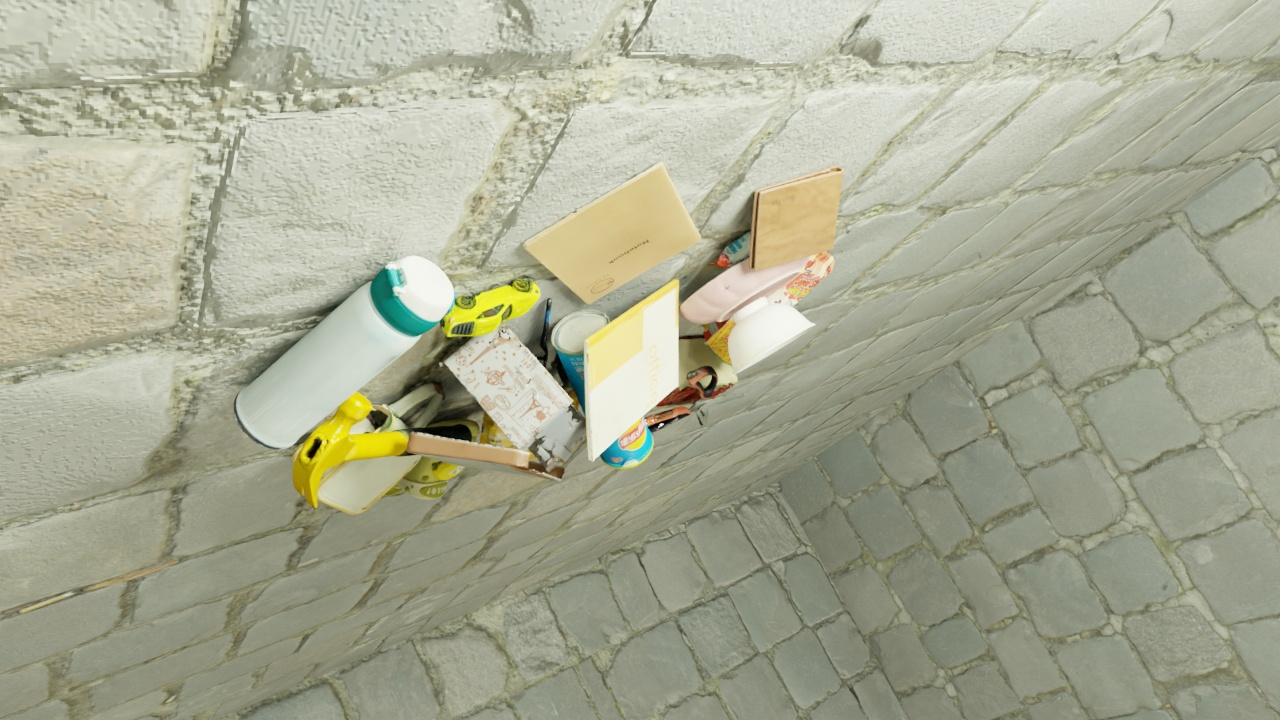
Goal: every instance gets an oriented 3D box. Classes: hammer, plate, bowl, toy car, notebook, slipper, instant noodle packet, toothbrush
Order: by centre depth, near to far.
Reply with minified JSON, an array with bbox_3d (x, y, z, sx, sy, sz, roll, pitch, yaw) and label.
[{"bbox_3d":[-0.144,-0.048,0.898,0.105,0.032,0.048,-22,163,-25],"label":"toy car"},{"bbox_3d":[-0.020,-0.120,0.920,0.148,0.008,0.207,-29,164,6],"label":"notebook"},{"bbox_3d":[-0.260,0.089,0.977,0.129,0.033,0.300,-51,166,9],"label":"hammer"},{"bbox_3d":[-0.006,0.006,1.051,0.205,0.010,0.146,-37,134,-52],"label":"notebook"},{"bbox_3d":[-0.111,-0.027,1.051,0.016,0.014,0.190,0,157,-9],"label":"toothbrush"},{"bbox_3d":[0.138,-0.095,1.137,0.192,0.039,0.192,-30,174,-4],"label":"plate"},{"bbox_3d":[-0.086,0.006,1.137,0.036,0.043,0.091,-21,163,-22],"label":"toy car"},{"bbox_3d":[0.150,-0.039,1.142,0.118,0.064,0.118,-31,174,-4],"label":"bowl"},{"bbox_3d":[-0.146,0.081,1.182,0.128,0.044,0.111,-4,122,-29],"label":"instant noodle packet"},{"bbox_3d":[-0.275,0.142,1.189,0.191,0.081,0.091,-34,166,29],"label":"slipper"}]

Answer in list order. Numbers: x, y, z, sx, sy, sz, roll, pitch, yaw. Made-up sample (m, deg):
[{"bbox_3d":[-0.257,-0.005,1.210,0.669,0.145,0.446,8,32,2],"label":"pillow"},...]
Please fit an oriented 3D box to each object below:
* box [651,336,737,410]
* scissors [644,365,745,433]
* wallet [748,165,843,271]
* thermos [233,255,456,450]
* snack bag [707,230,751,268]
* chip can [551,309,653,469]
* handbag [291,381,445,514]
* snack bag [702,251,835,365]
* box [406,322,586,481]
[{"bbox_3d":[0.071,0.014,1.330,0.078,0.091,0.168,-35,163,32],"label":"box"},{"bbox_3d":[0.079,0.058,1.289,0.224,0.015,0.190,-15,153,-35],"label":"scissors"},{"bbox_3d":[0.173,-0.157,1.021,0.115,0.020,0.101,-20,131,-21],"label":"wallet"},{"bbox_3d":[-0.252,-0.007,0.788,0.225,0.073,0.073,-35,162,22],"label":"thermos"},{"bbox_3d":[0.128,-0.136,1.074,0.104,0.026,0.048,-33,-177,15],"label":"snack bag"},{"bbox_3d":[-0.042,0.039,1.089,0.071,0.071,0.210,-26,134,-7],"label":"chip can"},{"bbox_3d":[-0.297,0.088,1.050,0.178,0.063,0.163,-40,166,-11],"label":"handbag"},{"bbox_3d":[0.183,-0.084,1.283,0.208,0.073,0.128,-40,160,16],"label":"snack bag"},{"bbox_3d":[-0.154,0.078,1.000,0.166,0.150,0.182,-40,164,-5],"label":"box"}]
